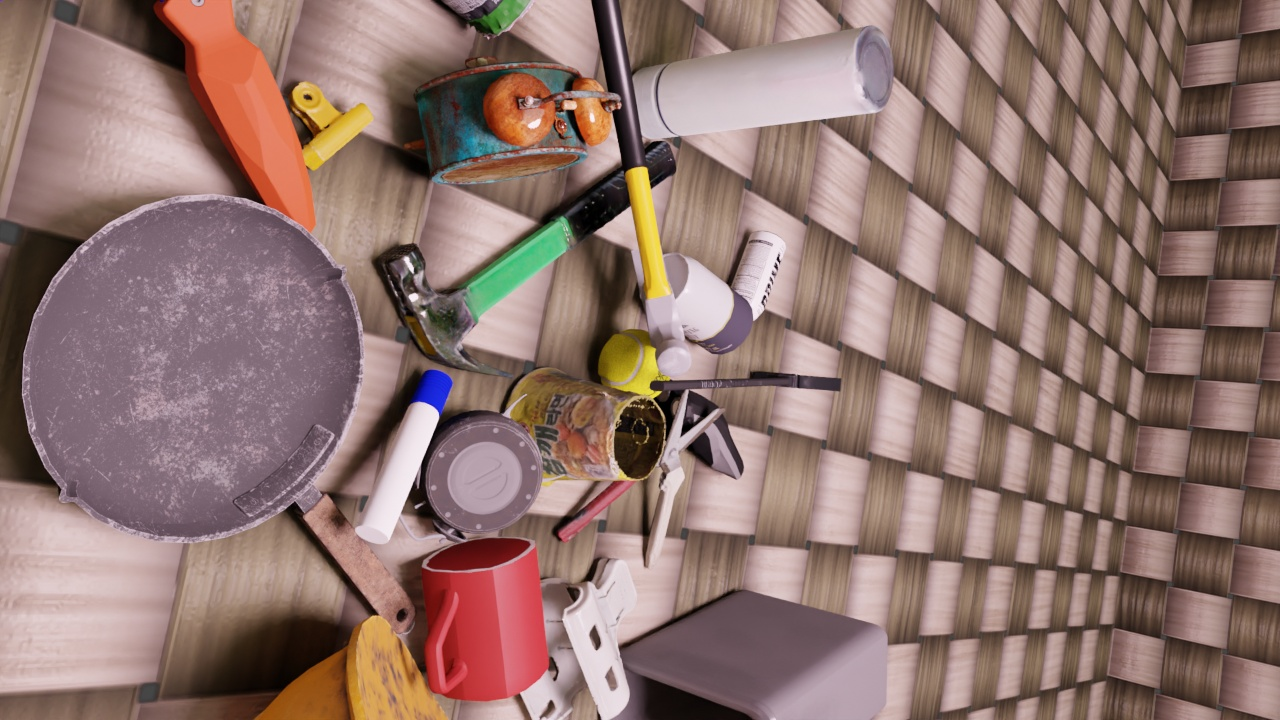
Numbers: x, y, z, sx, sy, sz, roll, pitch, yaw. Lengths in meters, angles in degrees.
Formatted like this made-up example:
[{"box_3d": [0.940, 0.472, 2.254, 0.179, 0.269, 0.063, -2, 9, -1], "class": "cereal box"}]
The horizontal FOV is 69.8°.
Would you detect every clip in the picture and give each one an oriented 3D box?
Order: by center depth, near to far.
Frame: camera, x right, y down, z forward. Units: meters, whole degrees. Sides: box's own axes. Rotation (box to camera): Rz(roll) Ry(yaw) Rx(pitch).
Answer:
[{"box_3d": [-0.207, -0.158, 0.602, 0.054, 0.046, 0.048, -52, 154, -30], "class": "clip"}, {"box_3d": [-0.042, 0.239, 0.792, 0.150, 0.110, 0.127, -32, 120, -30], "class": "clip"}]

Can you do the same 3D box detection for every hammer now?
[{"box_3d": [-0.005, -0.151, 0.711, 0.127, 0.029, 0.324, -103, -179, -57], "class": "hammer"}, {"box_3d": [-0.068, -0.103, 0.762, 0.317, 0.032, 0.130, -44, 124, -37], "class": "hammer"}, {"box_3d": [0.097, 0.022, 0.858, 0.324, 0.095, 0.015, 1, 93, -61], "class": "hammer"}]

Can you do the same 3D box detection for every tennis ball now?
[{"box_3d": [-0.005, 0.005, 0.816, 0.065, 0.065, 0.065, -6, 98, -48], "class": "tennis ball"}]

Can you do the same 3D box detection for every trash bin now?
[{"box_3d": [0.103, 0.309, 0.876, 0.219, 0.192, 0.097, -9, 100, -49], "class": "trash bin"}]

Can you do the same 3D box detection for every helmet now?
[{"box_3d": [-0.182, 0.294, 0.583, 0.131, 0.205, 0.256, -23, 132, -8], "class": "helmet"}]

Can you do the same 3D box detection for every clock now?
[{"box_3d": [-0.085, -0.173, 0.639, 0.121, 0.158, 0.073, -14, 97, -47], "class": "clock"}, {"box_3d": [-0.126, 0.085, 0.691, 0.122, 0.044, 0.091, -27, 108, -13], "class": "clock"}]

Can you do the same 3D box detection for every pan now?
[{"box_3d": [-0.234, 0.063, 0.587, 0.207, 0.040, 0.357, -50, 135, -35], "class": "pan"}]

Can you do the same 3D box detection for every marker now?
[{"box_3d": [-0.163, 0.065, 0.641, 0.027, 0.023, 0.132, 105, -1, -51], "class": "marker"}]

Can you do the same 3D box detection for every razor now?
[{"box_3d": [0.066, 0.074, 0.916, 0.060, 0.057, 0.156, -47, 134, 6], "class": "razor"}]

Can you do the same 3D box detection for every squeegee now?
[{"box_3d": [-0.236, -0.157, 0.536, 0.249, 0.055, 0.185, -33, 127, -25], "class": "squeegee"}]

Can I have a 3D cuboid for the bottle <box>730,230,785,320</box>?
[{"box_3d": [0.117, -0.078, 0.963, 0.041, 0.041, 0.115, 39, 66, -43], "class": "bottle"}]

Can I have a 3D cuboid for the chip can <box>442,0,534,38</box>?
[{"box_3d": [-0.164, -0.308, 0.601, 0.223, 0.076, 0.075, 31, 71, -45], "class": "chip can"}]

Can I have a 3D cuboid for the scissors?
[{"box_3d": [0.010, 0.123, 0.850, 0.198, 0.015, 0.179, -34, 132, -21], "class": "scissors"}]

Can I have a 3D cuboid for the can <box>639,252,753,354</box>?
[{"box_3d": [0.052, -0.055, 0.874, 0.127, 0.064, 0.064, 31, 71, -45], "class": "can"}]

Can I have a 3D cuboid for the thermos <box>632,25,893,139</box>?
[{"box_3d": [0.094, -0.231, 0.779, 0.067, 0.231, 0.068, -5, 96, -50], "class": "thermos"}]

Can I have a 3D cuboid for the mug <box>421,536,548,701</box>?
[{"box_3d": [-0.121, 0.193, 0.677, 0.116, 0.081, 0.096, -20, 106, -68], "class": "mug"}]

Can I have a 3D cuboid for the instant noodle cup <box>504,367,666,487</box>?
[{"box_3d": [-0.042, 0.059, 0.746, 0.102, 0.108, 0.102, -5, 96, -50], "class": "instant noodle cup"}]
